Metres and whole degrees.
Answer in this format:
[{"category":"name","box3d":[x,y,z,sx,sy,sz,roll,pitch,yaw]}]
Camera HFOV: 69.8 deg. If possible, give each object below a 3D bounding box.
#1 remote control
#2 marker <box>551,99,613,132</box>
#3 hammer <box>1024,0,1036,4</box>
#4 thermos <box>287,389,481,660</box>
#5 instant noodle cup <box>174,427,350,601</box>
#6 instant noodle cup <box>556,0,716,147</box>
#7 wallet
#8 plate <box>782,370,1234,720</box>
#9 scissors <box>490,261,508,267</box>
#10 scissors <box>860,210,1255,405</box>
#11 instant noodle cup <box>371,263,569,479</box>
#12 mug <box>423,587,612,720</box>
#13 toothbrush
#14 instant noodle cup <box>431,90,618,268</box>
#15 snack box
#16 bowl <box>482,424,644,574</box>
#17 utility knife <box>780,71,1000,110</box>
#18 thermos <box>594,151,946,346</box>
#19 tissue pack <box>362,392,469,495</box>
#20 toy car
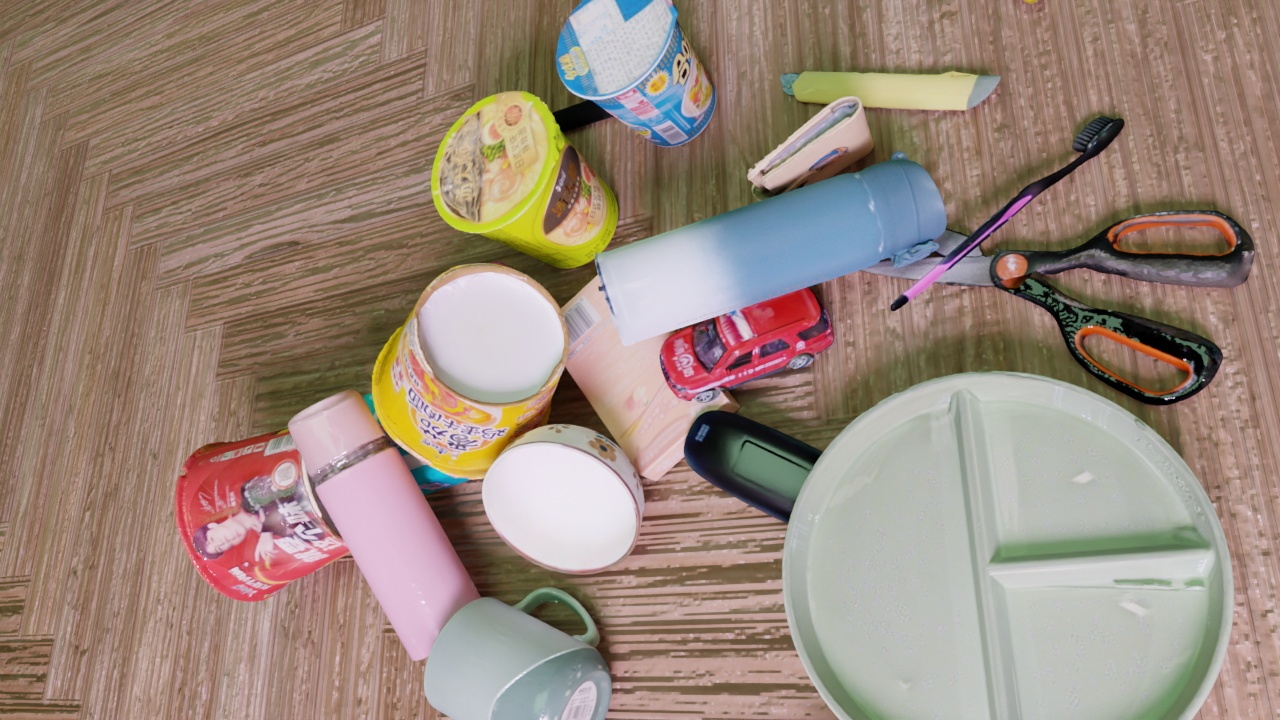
[{"category":"remote control","box3d":[0.089,0.074,0.599,0.136,0.024,0.053,24,88,21]},{"category":"marker","box3d":[-0.081,-0.204,0.800,0.132,0.020,0.022,-11,86,26]},{"category":"hammer","box3d":[0.161,-0.332,0.702,0.323,0.032,0.126,30,90,33]},{"category":"thermos","box3d":[-0.191,0.120,0.687,0.067,0.087,0.198,-31,89,-19]},{"category":"instant noodle cup","box3d":[-0.285,0.115,0.746,0.109,0.138,0.137,-20,65,13]},{"category":"instant noodle cup","box3d":[0.006,-0.218,0.704,0.099,0.110,0.099,-9,70,27]},{"category":"wallet","box3d":[0.115,-0.134,0.615,0.087,0.115,0.024,-32,83,16]},{"category":"plate","box3d":[0.190,0.115,0.505,0.231,0.027,0.229,-14,59,25]},{"category":"scissors","box3d":[-0.157,-0.032,0.790,0.133,0.017,0.056,-38,65,17]},{"category":"scissors","box3d":[0.245,-0.042,0.566,0.230,0.021,0.189,-14,67,24]},{"category":"instant noodle cup","box3d":[-0.117,0.002,0.663,0.110,0.138,0.138,133,135,-59]},{"category":"mug","box3d":[-0.073,0.210,0.632,0.106,0.082,0.111,14,50,32]},{"category":"toothbrush","box3d":[0.228,-0.093,0.579,0.189,0.014,0.018,-39,48,-1]},{"category":"instant noodle cup","box3d":[-0.079,-0.129,0.714,0.112,0.123,0.111,-9,71,27]},{"category":"snack box","box3d":[-0.004,0.004,0.685,0.084,0.026,0.157,-42,60,9]},{"category":"bowl","box3d":[-0.049,0.089,0.650,0.114,0.113,0.062,-18,23,23]},{"category":"utility knife","box3d":[0.171,-0.197,0.661,0.166,0.018,0.031,16,78,30]},{"category":"thermos","box3d":[0.083,-0.070,0.591,0.220,0.070,0.070,-17,65,4]},{"category":"tissue pack","box3d":[-0.169,0.057,0.744,0.134,0.050,0.093,-20,66,22]},{"category":"toy car","box3d":[0.071,-0.014,0.624,0.120,0.045,0.053,-23,57,1]}]
